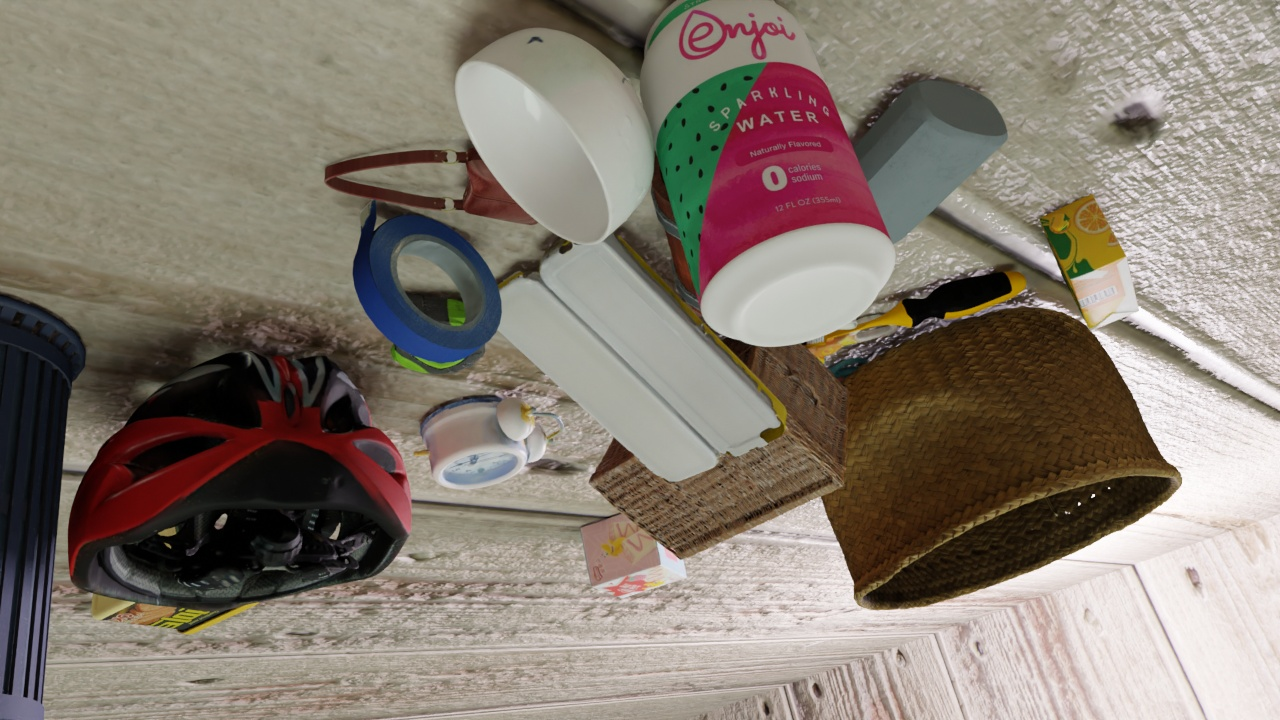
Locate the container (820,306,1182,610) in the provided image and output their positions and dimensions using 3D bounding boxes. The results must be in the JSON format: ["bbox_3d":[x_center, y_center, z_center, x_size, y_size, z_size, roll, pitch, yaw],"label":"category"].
[{"bbox_3d":[0.319,0.092,0.869,0.307,0.196,0.307,-13,152,-7],"label":"container"}]

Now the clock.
[{"bbox_3d":[-0.128,0.068,0.791,0.125,0.052,0.089,-18,152,2],"label":"clock"}]

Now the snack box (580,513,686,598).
[{"bbox_3d":[-0.008,0.238,1.131,0.095,0.079,0.093,-20,152,15],"label":"snack box"}]

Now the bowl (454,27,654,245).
[{"bbox_3d":[-0.036,-0.113,0.446,0.054,0.105,0.105,-45,160,-20],"label":"bowl"}]

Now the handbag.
[{"bbox_3d":[-0.113,-0.100,0.511,0.119,0.029,0.055,0,148,-14],"label":"handbag"}]

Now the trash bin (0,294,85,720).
[{"bbox_3d":[-0.397,0.099,0.509,0.139,0.249,0.139,-11,153,-6],"label":"trash bin"}]

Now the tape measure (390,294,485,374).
[{"bbox_3d":[-0.141,-0.020,0.637,0.065,0.035,0.059,4,139,-23],"label":"tape measure"}]

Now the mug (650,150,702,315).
[{"bbox_3d":[0.059,-0.072,0.544,0.081,0.117,0.111,-32,148,-2],"label":"mug"}]

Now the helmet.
[{"bbox_3d":[-0.282,0.102,0.658,0.217,0.166,0.273,7,146,-34],"label":"helmet"}]

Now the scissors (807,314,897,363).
[{"bbox_3d":[0.165,-0.012,0.806,0.128,0.011,0.125,-16,148,-2],"label":"scissors"}]

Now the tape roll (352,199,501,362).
[{"bbox_3d":[-0.123,-0.043,0.537,0.016,0.091,0.093,-33,142,33],"label":"tape roll"}]

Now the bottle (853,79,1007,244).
[{"bbox_3d":[0.153,-0.106,0.592,0.072,0.046,0.162,2,149,-28],"label":"bottle"}]

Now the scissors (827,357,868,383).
[{"bbox_3d":[0.153,0.021,0.867,0.136,0.015,0.057,-13,156,-10],"label":"scissors"}]

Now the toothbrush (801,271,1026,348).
[{"bbox_3d":[0.223,-0.040,0.760,0.197,0.031,0.031,-16,150,0],"label":"toothbrush"}]

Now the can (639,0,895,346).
[{"bbox_3d":[0.055,-0.094,0.438,0.088,0.165,0.088,-11,153,-6],"label":"can"}]

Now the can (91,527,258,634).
[{"bbox_3d":[-0.450,0.212,0.896,0.131,0.072,0.101,-26,148,23],"label":"can"}]

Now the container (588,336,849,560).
[{"bbox_3d":[0.068,0.065,0.763,0.114,0.112,0.199,42,130,-16],"label":"container"}]

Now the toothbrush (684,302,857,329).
[{"bbox_3d":[0.080,-0.035,0.702,0.181,0.018,0.016,1,147,-10],"label":"toothbrush"}]

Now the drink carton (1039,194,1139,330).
[{"bbox_3d":[0.355,-0.076,0.724,0.041,0.058,0.122,-26,150,23],"label":"drink carton"}]

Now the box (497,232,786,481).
[{"bbox_3d":[-0.004,0.004,0.641,0.127,0.023,0.209,-31,117,34],"label":"box"}]
